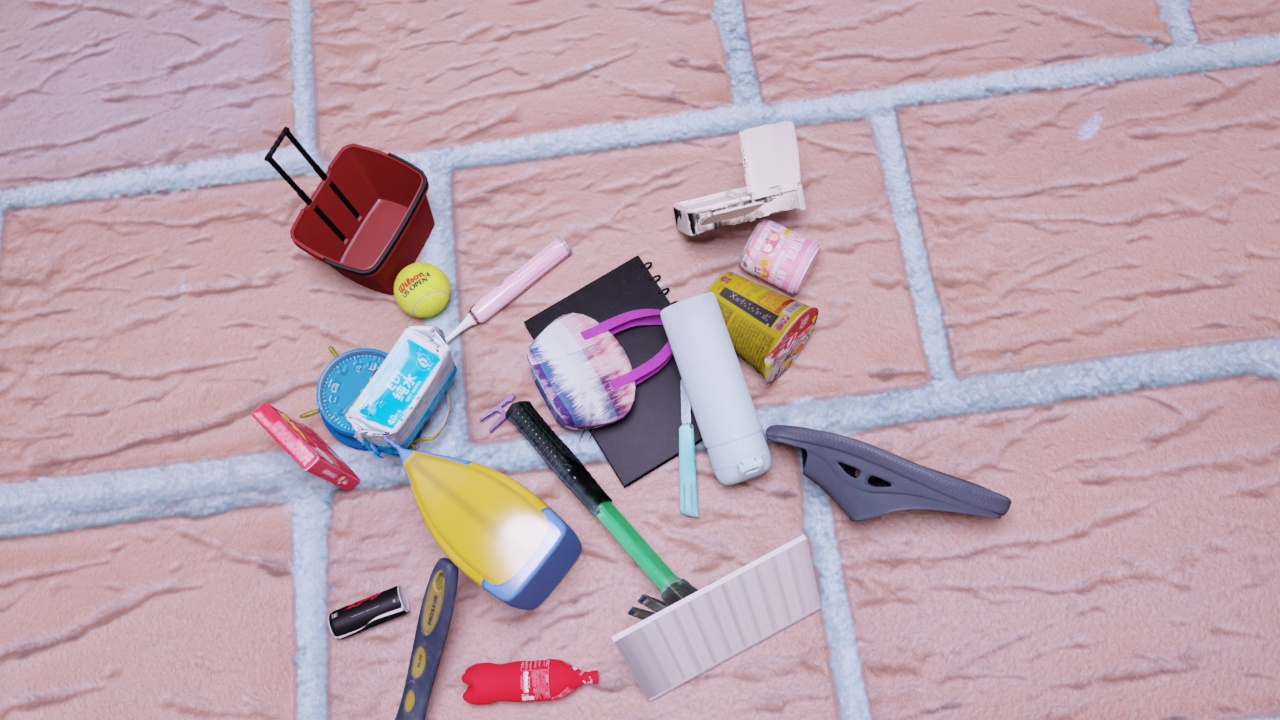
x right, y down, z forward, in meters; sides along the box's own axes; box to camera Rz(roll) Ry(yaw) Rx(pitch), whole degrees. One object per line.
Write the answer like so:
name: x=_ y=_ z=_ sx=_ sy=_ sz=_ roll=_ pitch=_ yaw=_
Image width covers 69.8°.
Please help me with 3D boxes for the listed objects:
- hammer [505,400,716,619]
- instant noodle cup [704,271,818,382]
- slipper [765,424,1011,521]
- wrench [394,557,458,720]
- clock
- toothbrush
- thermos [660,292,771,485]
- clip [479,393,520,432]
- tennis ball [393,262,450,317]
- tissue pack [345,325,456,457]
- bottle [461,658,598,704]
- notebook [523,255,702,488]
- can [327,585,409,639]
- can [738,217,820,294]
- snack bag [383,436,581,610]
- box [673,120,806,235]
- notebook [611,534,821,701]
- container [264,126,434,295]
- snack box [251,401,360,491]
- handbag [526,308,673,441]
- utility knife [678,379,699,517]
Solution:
hammer: x=-0.040 y=0.160 z=0.992 sx=0.319 sy=0.130 sz=0.032 roll=46 pitch=118 yaw=22
instant noodle cup: x=0.129 y=-0.046 z=1.049 sx=0.112 sy=0.100 sz=0.100 roll=35 pitch=77 yaw=23
slipper: x=0.256 y=0.136 z=0.986 sx=0.268 sy=0.110 sz=0.083 roll=18 pitch=90 yaw=2
wrench: x=-0.226 y=0.332 z=0.931 sx=0.073 sy=0.022 sz=0.273 roll=16 pitch=95 yaw=25
clock: x=-0.294 y=0.045 z=1.046 sx=0.161 sy=0.060 sz=0.116 roll=14 pitch=73 yaw=3
toothbrush: x=-0.174 y=-0.072 z=1.095 sx=0.222 sy=0.027 sz=0.026 roll=-40 pitch=104 yaw=-10
thermos: x=0.084 y=0.033 z=1.002 sx=0.065 sy=0.078 sz=0.207 roll=-18 pitch=86 yaw=-12
clip: x=-0.162 y=0.059 z=1.063 sx=0.036 sy=0.013 sz=0.052 roll=44 pitch=77 yaw=12
tennis ball: x=-0.257 y=-0.083 z=1.082 sx=0.065 sy=0.065 sz=0.065 roll=-1 pitch=73 yaw=2
tissue pack: x=-0.252 y=0.033 z=0.972 sx=0.062 sy=0.093 sz=0.144 roll=29 pitch=74 yaw=3
bottle: x=-0.114 y=0.335 z=0.960 sx=0.141 sy=0.042 sz=0.042 roll=-4 pitch=73 yaw=1
notebook: x=-0.007 y=0.006 z=1.071 sx=0.169 sy=0.019 sz=0.231 roll=-31 pitch=74 yaw=-6
can: x=-0.293 y=0.272 z=0.991 sx=0.080 sy=0.031 sz=0.031 roll=-21 pitch=73 yaw=-5
can: x=0.164 y=-0.122 z=1.078 sx=0.076 sy=0.067 sz=0.067 roll=28 pitch=76 yaw=10
snack bag: x=-0.170 y=0.158 z=0.956 sx=0.205 sy=0.159 sz=0.102 roll=37 pitch=77 yaw=13
box: x=0.114 y=-0.203 z=1.041 sx=0.145 sy=0.187 sz=0.101 roll=-15 pitch=92 yaw=-8
notebook: x=0.084 y=0.265 z=0.929 sx=0.209 sy=0.143 sz=0.009 roll=-27 pitch=46 yaw=-6
container: x=-0.321 y=-0.172 z=1.041 sx=0.127 sy=0.201 sz=0.148 roll=24 pitch=75 yaw=9
snack box: x=-0.359 y=0.096 z=0.995 sx=0.089 sy=0.133 sz=0.021 roll=42 pitch=79 yaw=13
handbag: x=-0.034 y=-0.001 z=1.038 sx=0.169 sy=0.068 sz=0.144 roll=-27 pitch=73 yaw=-11
utility knife: x=0.052 y=0.096 z=1.024 sx=0.022 sy=0.015 sz=0.158 roll=-2 pitch=87 yaw=4
